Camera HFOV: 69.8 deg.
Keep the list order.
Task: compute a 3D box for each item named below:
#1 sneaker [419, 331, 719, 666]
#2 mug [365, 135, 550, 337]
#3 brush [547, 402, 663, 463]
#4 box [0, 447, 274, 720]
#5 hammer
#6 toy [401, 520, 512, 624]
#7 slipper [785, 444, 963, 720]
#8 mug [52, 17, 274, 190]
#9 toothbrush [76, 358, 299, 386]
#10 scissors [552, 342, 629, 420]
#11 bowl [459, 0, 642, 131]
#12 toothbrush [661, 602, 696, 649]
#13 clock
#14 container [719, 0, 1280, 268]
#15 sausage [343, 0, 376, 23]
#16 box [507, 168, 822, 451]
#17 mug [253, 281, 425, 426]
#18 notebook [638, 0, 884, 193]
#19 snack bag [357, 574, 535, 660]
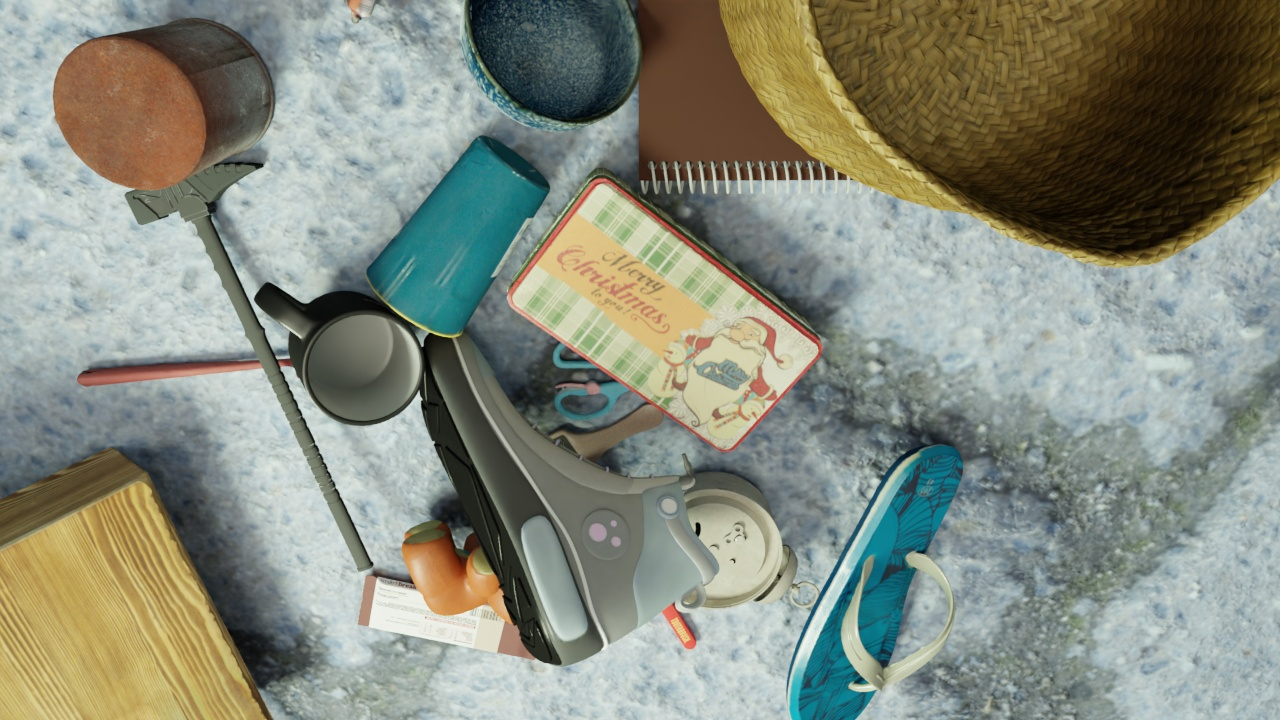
[{"bbox_3d":[-0.051,0.075,0.660,0.160,0.256,0.093,-18,160,-24],"label":"sneaker"},{"bbox_3d":[-0.118,-0.086,0.619,0.078,0.078,0.121,36,106,-15],"label":"mug"},{"bbox_3d":[-0.042,0.071,0.720,0.136,0.015,0.050,-28,112,13],"label":"brush"},{"bbox_3d":[-0.541,0.239,0.753,0.337,0.285,0.279,13,125,42],"label":"box"},{"bbox_3d":[-0.261,0.016,0.679,0.095,0.015,0.325,-17,108,6],"label":"hammer"},{"bbox_3d":[-0.100,0.165,0.718,0.176,0.112,0.096,22,82,-12],"label":"toy"},{"bbox_3d":[0.194,0.203,0.734,0.118,0.060,0.295,2,115,-30],"label":"slipper"},{"bbox_3d":[-0.307,-0.158,0.569,0.123,0.110,0.096,-9,109,5],"label":"mug"},{"bbox_3d":[-0.331,0.010,0.696,0.190,0.016,0.016,-4,119,2],"label":"toothbrush"},{"bbox_3d":[-0.002,0.001,0.693,0.141,0.015,0.076,-14,112,1],"label":"scissors"},{"bbox_3d":[-0.062,-0.191,0.567,0.114,0.061,0.114,5,80,-28],"label":"bowl"},{"bbox_3d":[-0.001,0.171,0.757,0.012,0.017,0.212,-26,116,7],"label":"toothbrush"},{"bbox_3d":[0.076,0.149,0.732,0.157,0.061,0.103,33,108,-6],"label":"clock"},{"bbox_3d":[0.195,-0.221,0.459,0.306,0.196,0.307,-5,114,-11],"label":"container"},{"bbox_3d":[-0.153,-0.280,0.557,0.020,0.020,0.155,23,113,-9],"label":"sausage"},{"bbox_3d":[0.018,-0.032,0.649,0.205,0.050,0.118,37,104,-14],"label":"box"},{"bbox_3d":[-0.210,-0.014,0.626,0.113,0.088,0.078,40,83,-29],"label":"mug"},{"bbox_3d":[0.103,-0.193,0.593,0.209,0.022,0.172,0,113,1],"label":"notebook"},{"bbox_3d":[-0.163,0.223,0.794,0.158,0.013,0.057,13,112,-5],"label":"snack bag"}]
